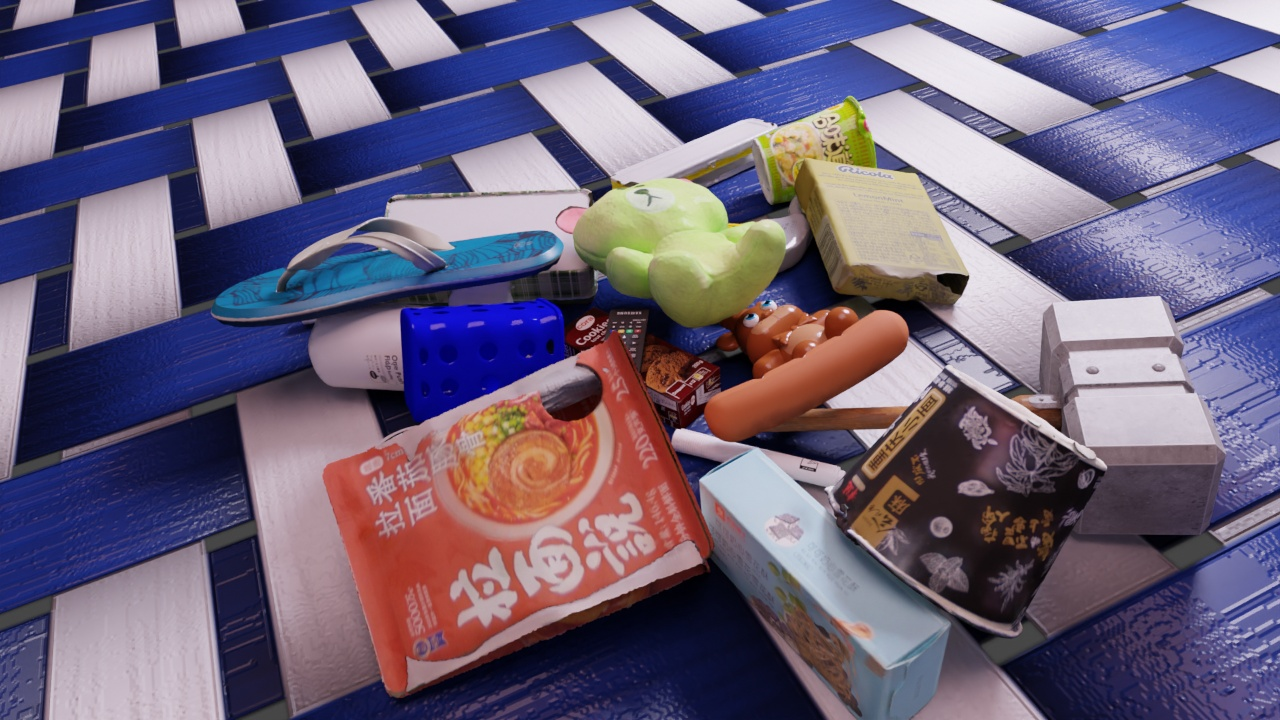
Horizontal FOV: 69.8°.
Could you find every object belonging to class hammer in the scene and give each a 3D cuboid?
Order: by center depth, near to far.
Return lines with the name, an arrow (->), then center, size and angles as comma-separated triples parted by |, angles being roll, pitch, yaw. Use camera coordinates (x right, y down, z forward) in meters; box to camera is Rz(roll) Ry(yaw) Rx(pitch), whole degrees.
hammer -> 0.218, 0.041, 0.666 | 0.318, 0.083, 0.162 | -3, 40, 17
hammer -> 0.009, -0.131, 0.930 | 0.324, 0.029, 0.126 | 6, 42, 16

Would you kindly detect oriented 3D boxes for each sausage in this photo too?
sausage -> 0.123, 0.012, 0.670 | 0.164, 0.039, 0.044 | -28, 35, -4

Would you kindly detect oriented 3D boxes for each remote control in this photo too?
remote control -> -0.015, 0.002, 0.729 | 0.033, 0.015, 0.146 | 0, 40, 8

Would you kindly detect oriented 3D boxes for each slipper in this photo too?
slipper -> -0.213, -0.089, 0.774 | 0.295, 0.060, 0.118 | -10, 22, -2

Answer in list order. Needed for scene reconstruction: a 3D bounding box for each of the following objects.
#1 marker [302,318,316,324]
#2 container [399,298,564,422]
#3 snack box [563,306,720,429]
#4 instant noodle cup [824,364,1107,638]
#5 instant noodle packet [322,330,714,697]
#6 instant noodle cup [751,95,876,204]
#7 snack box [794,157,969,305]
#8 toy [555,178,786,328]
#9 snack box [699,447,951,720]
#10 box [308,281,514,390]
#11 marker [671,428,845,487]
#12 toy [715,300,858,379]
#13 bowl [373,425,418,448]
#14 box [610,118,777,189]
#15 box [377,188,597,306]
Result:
marker -> -0.253, -0.056, 0.886 | 0.145, 0.017, 0.017 | -12, 40, -6
container -> -0.125, -0.001, 0.715 | 0.113, 0.084, 0.085 | -5, 12, -19
snack box -> -0.005, 0.004, 0.765 | 0.141, 0.032, 0.050 | 27, 51, 34
instant noodle cup -> 0.195, 0.074, 0.542 | 0.137, 0.112, 0.137 | 30, 12, -7
instant noodle packet -> -0.083, 0.100, 0.602 | 0.221, 0.084, 0.164 | -22, 70, -5
instant noodle cup -> 0.177, -0.211, 0.953 | 0.108, 0.099, 0.098 | -16, 40, 3
snack box -> 0.220, -0.119, 0.853 | 0.121, 0.045, 0.180 | 5, 42, -10
toy -> 0.028, -0.094, 0.793 | 0.150, 0.107, 0.197 | -20, 28, -15
snack box -> 0.105, 0.135, 0.560 | 0.053, 0.075, 0.174 | -26, 44, -22
box -> -0.192, -0.027, 0.796 | 0.156, 0.084, 0.125 | 5, 35, 12
marker -> 0.087, 0.072, 0.682 | 0.134, 0.017, 0.020 | 11, 42, 21
toy -> 0.115, -0.022, 0.757 | 0.094, 0.065, 0.128 | -37, 43, -24
bowl -> -0.158, 0.088, 0.661 | 0.120, 0.066, 0.120 | -4, 40, 3
box -> 0.064, -0.219, 1.024 | 0.209, 0.037, 0.064 | -28, 39, -23
box -> -0.144, -0.108, 0.878 | 0.205, 0.051, 0.117 | -3, 53, -1
